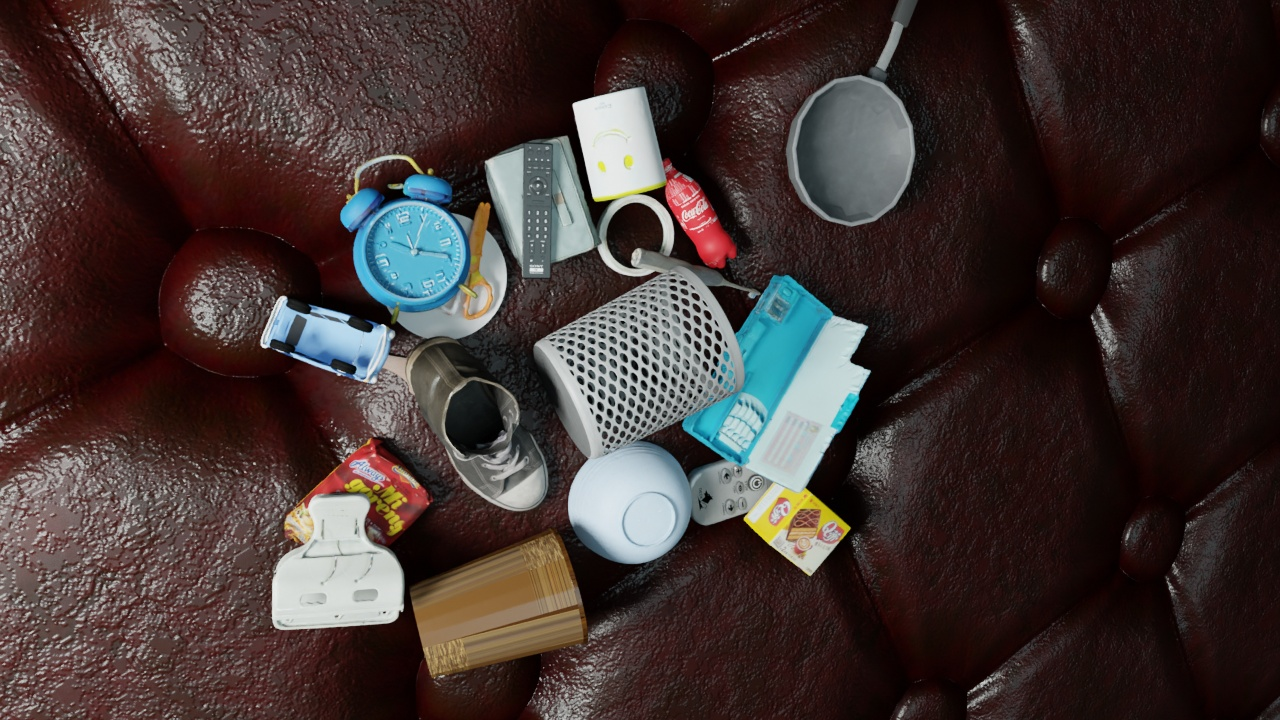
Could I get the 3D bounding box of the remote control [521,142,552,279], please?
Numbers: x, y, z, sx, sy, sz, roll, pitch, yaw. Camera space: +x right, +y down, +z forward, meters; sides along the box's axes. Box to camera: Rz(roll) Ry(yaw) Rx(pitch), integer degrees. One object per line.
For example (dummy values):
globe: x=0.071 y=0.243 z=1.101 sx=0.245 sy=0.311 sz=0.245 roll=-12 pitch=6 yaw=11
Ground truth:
remote control: x=-0.108 y=-0.155 z=0.957 sx=0.030 sy=0.009 sz=0.140 roll=0 pitch=98 yaw=-12

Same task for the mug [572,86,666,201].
mug: x=-0.022 y=-0.233 z=0.991 sx=0.082 sy=0.082 sz=0.106 roll=-18 pitch=105 yaw=-20

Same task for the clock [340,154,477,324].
clock: x=-0.233 y=-0.123 z=0.916 sx=0.116 sy=0.060 sz=0.161 roll=-21 pitch=99 yaw=-13

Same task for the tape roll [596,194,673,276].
tape roll: x=-0.006 y=-0.143 z=1.052 sx=0.093 sy=0.013 sz=0.093 roll=-4 pitch=101 yaw=-22

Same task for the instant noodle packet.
instant noodle packet: x=-0.296 y=0.159 z=0.968 sx=0.135 sy=0.040 sz=0.098 roll=-44 pitch=106 yaw=-10

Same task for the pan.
pan: x=0.286 y=-0.339 z=1.127 sx=0.178 sy=0.041 sz=0.357 roll=21 pitch=91 yaw=-25

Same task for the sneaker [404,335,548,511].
sneaker: x=-0.154 y=0.088 z=0.965 sx=0.095 sy=0.120 sz=0.235 roll=-31 pitch=123 yaw=-15

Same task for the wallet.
wallet: x=-0.104 y=-0.170 z=0.987 sx=0.100 sy=0.054 sz=0.132 roll=-24 pitch=103 yaw=-19

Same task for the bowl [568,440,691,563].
bowl: x=-0.002 y=0.175 z=1.070 sx=0.150 sy=0.075 sz=0.150 roll=-4 pitch=102 yaw=-19

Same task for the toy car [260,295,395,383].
toy car: x=-0.299 y=-0.019 z=0.886 sx=0.054 sy=0.153 sz=0.056 roll=35 pitch=73 yaw=-61

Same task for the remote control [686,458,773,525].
remote control: x=0.128 y=0.157 z=1.160 sx=0.150 sy=0.019 sz=0.074 roll=-14 pitch=105 yaw=-21

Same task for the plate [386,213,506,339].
plate: x=-0.209 y=-0.089 z=0.975 sx=0.134 sy=0.011 sz=0.134 roll=-4 pitch=101 yaw=-23

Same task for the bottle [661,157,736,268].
bottle: x=0.063 y=-0.171 z=1.061 sx=0.042 sy=0.042 sz=0.141 roll=-39 pitch=112 yaw=-13

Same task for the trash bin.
trash bin: x=-0.006 y=0.006 z=1.003 sx=0.183 sy=0.156 sz=0.156 roll=-27 pitch=109 yaw=-14

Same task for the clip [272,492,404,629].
clip: x=-0.298 y=0.208 z=0.911 sx=0.126 sy=0.104 sz=0.152 roll=1 pitch=110 yaw=-22

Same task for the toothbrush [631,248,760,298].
toothbrush: x=0.071 y=-0.101 z=1.080 sx=0.185 sy=0.022 sz=0.024 roll=12 pitch=126 yaw=-33

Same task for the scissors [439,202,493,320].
scissors: x=-0.181 y=-0.107 z=0.970 sx=0.065 sy=0.013 sz=0.128 roll=8 pitch=97 yaw=-25

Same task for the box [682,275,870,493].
box: x=0.176 y=0.029 z=1.120 sx=0.171 sy=0.084 sz=0.227 roll=31 pitch=82 yaw=9

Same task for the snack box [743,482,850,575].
snack box: x=0.199 y=0.207 z=1.163 sx=0.083 sy=0.061 sz=0.105 roll=-50 pitch=126 yaw=0

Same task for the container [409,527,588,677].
container: x=-0.157 y=0.270 z=1.003 sx=0.167 sy=0.132 sz=0.132 roll=-14 pitch=105 yaw=-15

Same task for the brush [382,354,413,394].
brush: x=-0.243 y=0.010 z=0.976 sx=0.135 sy=0.015 sz=0.050 roll=20 pitch=92 yaw=-25
